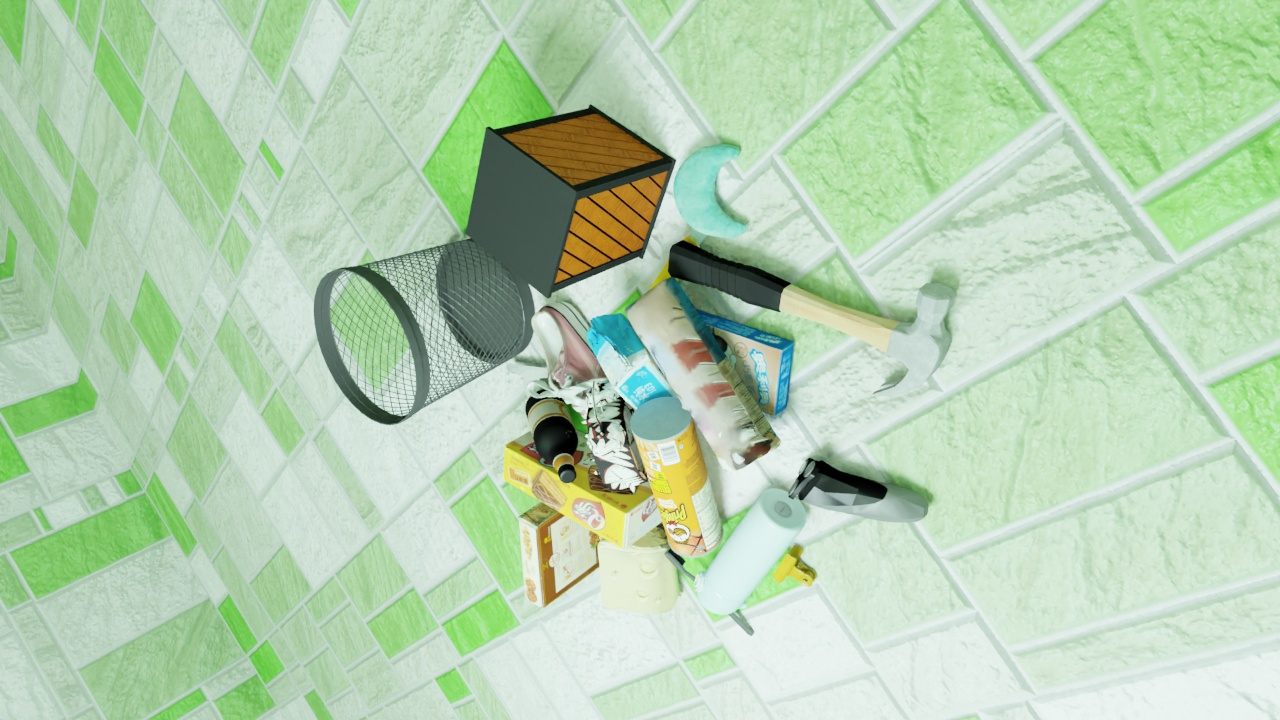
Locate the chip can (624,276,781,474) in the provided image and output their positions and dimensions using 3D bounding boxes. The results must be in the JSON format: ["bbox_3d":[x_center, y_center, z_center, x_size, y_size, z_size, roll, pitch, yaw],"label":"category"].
[{"bbox_3d":[0.070,0.017,1.053,0.080,0.079,0.229,-37,85,45],"label":"chip can"}]

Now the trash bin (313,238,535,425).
[{"bbox_3d":[-0.294,-0.053,1.287,0.218,0.226,0.218,19,122,34],"label":"trash bin"}]

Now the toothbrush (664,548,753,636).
[{"bbox_3d":[0.094,0.317,1.248,0.167,0.013,0.013,46,152,-4],"label":"toothbrush"}]

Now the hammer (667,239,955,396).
[{"bbox_3d":[0.171,-0.063,0.995,0.328,0.039,0.131,24,126,29],"label":"hammer"}]

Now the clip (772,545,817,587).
[{"bbox_3d":[0.197,0.261,1.153,0.049,0.044,0.054,12,128,-12],"label":"clip"}]

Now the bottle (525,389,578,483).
[{"bbox_3d":[-0.116,0.108,1.258,0.181,0.059,0.059,-119,28,-58],"label":"bottle"}]

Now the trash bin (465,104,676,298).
[{"bbox_3d":[-0.082,-0.190,1.070,0.140,0.171,0.140,38,131,22],"label":"trash bin"}]

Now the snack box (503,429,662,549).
[{"bbox_3d":[-0.076,0.167,1.284,0.230,0.109,0.062,24,124,32],"label":"snack box"}]

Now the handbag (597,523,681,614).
[{"bbox_3d":[-0.001,0.289,1.299,0.111,0.081,0.119,5,111,25],"label":"handbag"}]

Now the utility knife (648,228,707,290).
[{"bbox_3d":[0.040,-0.104,1.114,0.030,0.017,0.180,44,133,10],"label":"utility knife"}]

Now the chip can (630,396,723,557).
[{"bbox_3d":[0.048,0.149,1.143,0.075,0.075,0.215,17,139,36],"label":"chip can"}]

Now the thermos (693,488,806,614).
[{"bbox_3d":[0.135,0.249,1.166,0.078,0.065,0.207,16,131,-12],"label":"thermos"}]

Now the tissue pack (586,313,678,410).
[{"bbox_3d":[-0.007,0.007,1.125,0.062,0.144,0.092,-34,54,6],"label":"tissue pack"}]

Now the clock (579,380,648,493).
[{"bbox_3d":[-0.042,0.093,1.139,0.065,0.114,0.155,-16,135,9],"label":"clock"}]

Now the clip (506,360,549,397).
[{"bbox_3d":[-0.148,0.028,1.353,0.102,0.049,0.058,8,122,40],"label":"clip"}]

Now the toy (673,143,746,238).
[{"bbox_3d":[0.077,-0.188,1.031,0.085,0.033,0.105,1,110,30],"label":"toy"}]

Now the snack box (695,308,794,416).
[{"bbox_3d":[0.107,-0.001,1.092,0.151,0.034,0.087,21,123,33],"label":"snack box"}]

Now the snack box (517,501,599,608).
[{"bbox_3d":[-0.109,0.260,1.333,0.041,0.146,0.143,18,122,36],"label":"snack box"}]

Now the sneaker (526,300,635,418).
[{"bbox_3d":[-0.079,0.032,1.235,0.241,0.087,0.119,55,135,4],"label":"sneaker"}]

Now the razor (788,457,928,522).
[{"bbox_3d":[0.245,0.151,1.032,0.156,0.057,0.060,17,149,26],"label":"razor"}]
